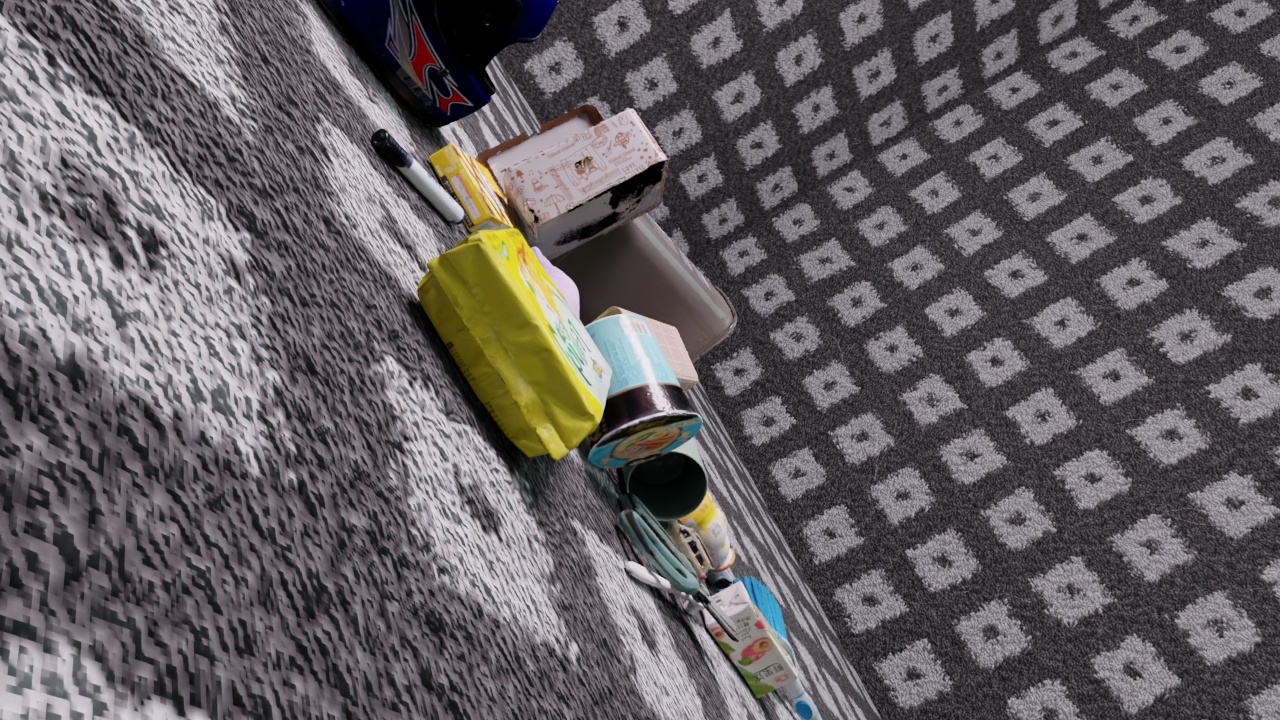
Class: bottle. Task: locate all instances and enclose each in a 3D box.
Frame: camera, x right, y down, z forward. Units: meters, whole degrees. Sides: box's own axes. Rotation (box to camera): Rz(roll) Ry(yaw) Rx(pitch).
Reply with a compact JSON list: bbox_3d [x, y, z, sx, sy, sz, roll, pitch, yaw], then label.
[{"bbox_3d":[0.068,0.193,1.041,0.108,0.063,0.063,57,6,-27],"label":"bottle"}]

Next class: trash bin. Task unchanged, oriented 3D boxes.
[{"bbox_3d":[-0.014,-0.099,1.250,0.220,0.199,0.199,51,8,-20],"label":"trash bin"}]

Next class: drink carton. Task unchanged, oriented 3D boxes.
[{"bbox_3d":[0.114,0.293,0.962,0.122,0.053,0.045,58,5,-26],"label":"drink carton"}]

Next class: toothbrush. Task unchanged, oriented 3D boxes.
[{"bbox_3d":[0.022,0.205,0.819,0.016,0.016,0.180,51,2,33],"label":"toothbrush"}]

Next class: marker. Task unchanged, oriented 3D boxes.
[{"bbox_3d":[-0.190,-0.155,0.797,0.131,0.018,0.022,49,20,-59],"label":"marker"}]

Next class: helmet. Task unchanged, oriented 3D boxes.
[{"bbox_3d":[-0.196,-0.408,0.940,0.247,0.240,0.315,64,6,27],"label":"helmet"}]

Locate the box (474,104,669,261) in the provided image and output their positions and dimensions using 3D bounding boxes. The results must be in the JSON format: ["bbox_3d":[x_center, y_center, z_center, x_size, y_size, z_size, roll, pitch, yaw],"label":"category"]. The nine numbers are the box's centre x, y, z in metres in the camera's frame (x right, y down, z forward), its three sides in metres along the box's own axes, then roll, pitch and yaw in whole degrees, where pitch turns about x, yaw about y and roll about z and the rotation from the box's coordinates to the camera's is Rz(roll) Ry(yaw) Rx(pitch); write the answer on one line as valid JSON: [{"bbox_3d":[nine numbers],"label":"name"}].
[{"bbox_3d":[-0.089,-0.237,1.085,0.217,0.180,0.158,59,-10,22],"label":"box"}]

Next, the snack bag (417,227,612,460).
[{"bbox_3d":[-0.091,-0.021,0.706,0.158,0.068,0.246,58,5,-7],"label":"snack bag"}]

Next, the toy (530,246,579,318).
[{"bbox_3d":[-0.081,-0.062,0.872,0.084,0.039,0.108,58,9,-20],"label":"toy"}]

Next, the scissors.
[{"bbox_3d":[0.034,0.188,0.856,0.179,0.019,0.161,48,2,-20],"label":"scissors"}]

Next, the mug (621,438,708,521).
[{"bbox_3d":[0.009,0.100,0.958,0.111,0.082,0.106,30,16,-18],"label":"mug"}]

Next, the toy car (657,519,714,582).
[{"bbox_3d":[0.044,0.192,0.973,0.090,0.035,0.042,58,4,12],"label":"toy car"}]

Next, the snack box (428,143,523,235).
[{"bbox_3d":[-0.172,-0.173,0.980,0.087,0.034,0.140,60,3,3],"label":"snack box"}]

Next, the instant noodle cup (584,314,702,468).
[{"bbox_3d":[-0.014,0.025,0.869,0.120,0.111,0.111,69,9,24],"label":"instant noodle cup"}]

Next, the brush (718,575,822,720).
[{"bbox_3d":[0.175,0.376,1.119,0.315,0.060,0.109,57,11,-45],"label":"brush"}]

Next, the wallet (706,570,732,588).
[{"bbox_3d":[0.081,0.238,1.153,0.097,0.019,0.121,60,4,20],"label":"wallet"}]

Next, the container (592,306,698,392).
[{"bbox_3d":[-0.006,0.006,1.006,0.110,0.090,0.090,11,49,-51],"label":"container"}]
